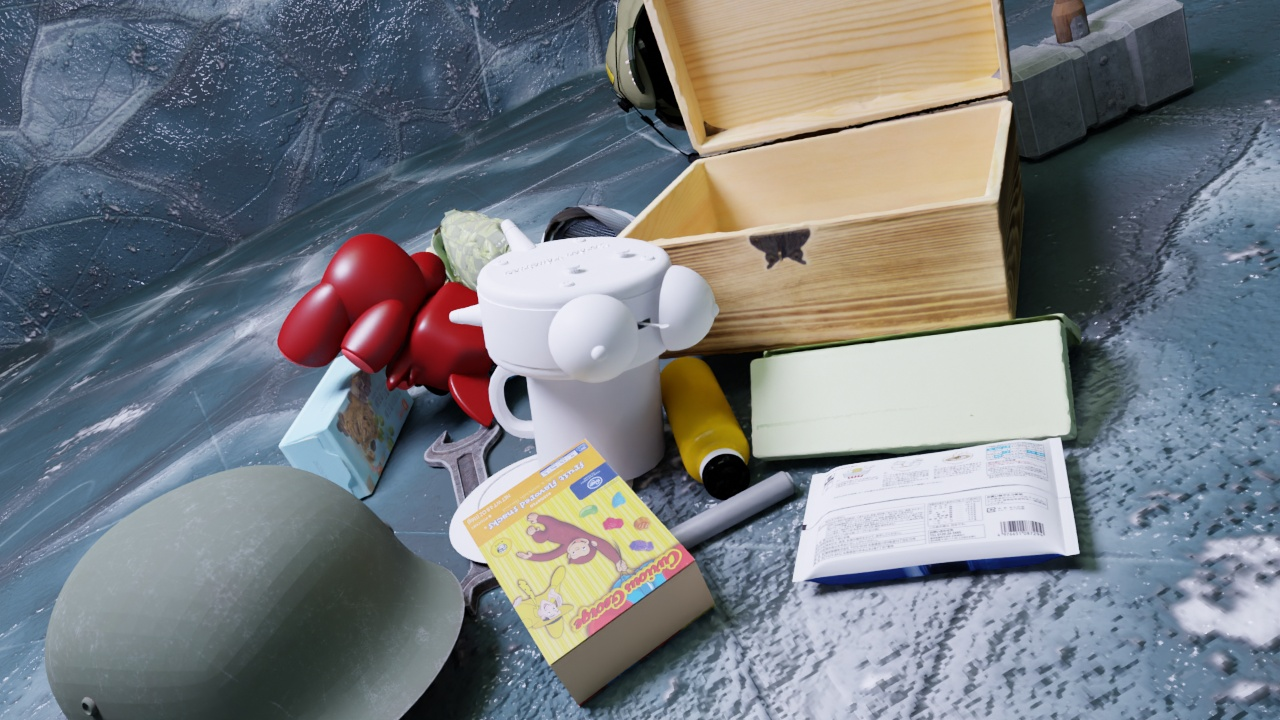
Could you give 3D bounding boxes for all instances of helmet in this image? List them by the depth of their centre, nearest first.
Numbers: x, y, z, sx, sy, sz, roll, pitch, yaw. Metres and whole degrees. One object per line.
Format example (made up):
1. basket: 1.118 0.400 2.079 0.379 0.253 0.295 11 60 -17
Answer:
1. helmet: -0.235 0.148 0.533 0.268 0.154 0.226 -9 29 31
2. helmet: 0.082 -0.406 1.200 0.250 0.256 0.232 -19 28 9

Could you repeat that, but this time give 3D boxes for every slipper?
1. slipper: -0.058 -0.068 0.890 0.111 0.063 0.263 17 39 -5

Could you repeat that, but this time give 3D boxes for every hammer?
1. hammer: 0.356 -0.354 0.786 0.163 0.318 0.083 -24 24 1

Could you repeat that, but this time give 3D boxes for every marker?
1. marker: 0.028 0.103 0.543 0.140 0.016 0.016 -27 24 -4

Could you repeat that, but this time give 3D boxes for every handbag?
1. handbag: -0.189 -0.104 1.055 0.116 0.113 0.186 -39 27 -12

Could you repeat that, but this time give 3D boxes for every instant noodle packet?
1. instant noodle packet: 0.148 0.076 0.472 0.134 0.026 0.086 -13 27 25

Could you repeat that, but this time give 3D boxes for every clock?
1. clock: -0.039 -0.043 0.587 0.125 0.073 0.161 -22 28 -35

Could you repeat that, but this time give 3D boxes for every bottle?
1. bottle: 0.043 0.044 0.615 0.043 0.043 0.143 -24 24 2

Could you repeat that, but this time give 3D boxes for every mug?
1. mug: -0.046 0.026 0.639 0.121 0.090 0.090 -1 23 8

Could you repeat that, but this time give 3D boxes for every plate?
1. plate: -0.071 0.094 0.642 0.134 0.011 0.134 -15 24 7

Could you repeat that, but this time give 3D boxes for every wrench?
1. wrench: -0.124 0.106 0.689 0.070 0.010 0.273 -28 25 -6

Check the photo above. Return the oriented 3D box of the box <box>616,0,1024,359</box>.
1. box: 0.123 -0.216 0.685 0.280 0.336 0.285 -6 25 27

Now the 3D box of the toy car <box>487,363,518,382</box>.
1. toy car: -0.153 0.002 0.898 0.105 0.032 0.048 3 42 26

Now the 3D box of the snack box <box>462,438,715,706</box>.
1. snack box: -0.033 0.112 0.515 0.088 0.040 0.126 -33 38 -13

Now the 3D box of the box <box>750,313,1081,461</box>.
1. box: 0.168 0.022 0.563 0.188 0.082 0.098 -8 -14 34

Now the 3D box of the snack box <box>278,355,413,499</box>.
1. snack box: -0.264 0.056 0.843 0.053 0.075 0.174 -20 24 10

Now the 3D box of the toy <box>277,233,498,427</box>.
1. toy: -0.202 -0.029 0.827 0.121 0.197 0.158 -58 7 36
